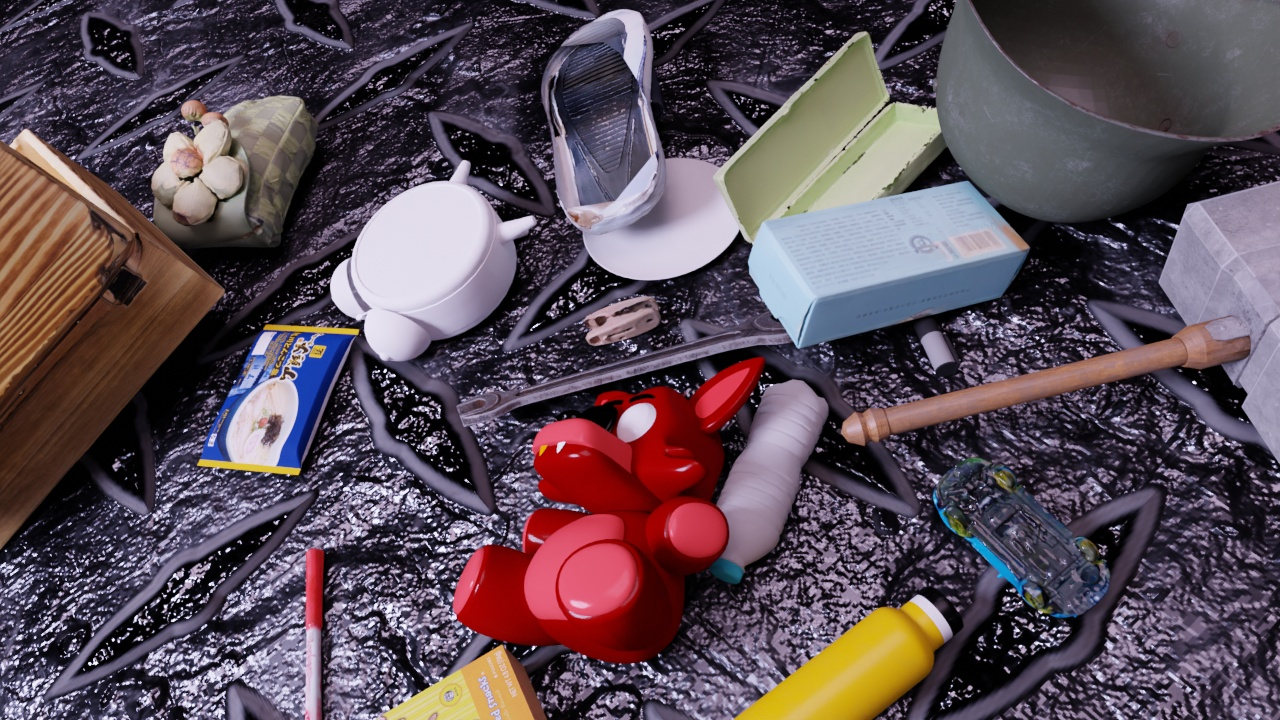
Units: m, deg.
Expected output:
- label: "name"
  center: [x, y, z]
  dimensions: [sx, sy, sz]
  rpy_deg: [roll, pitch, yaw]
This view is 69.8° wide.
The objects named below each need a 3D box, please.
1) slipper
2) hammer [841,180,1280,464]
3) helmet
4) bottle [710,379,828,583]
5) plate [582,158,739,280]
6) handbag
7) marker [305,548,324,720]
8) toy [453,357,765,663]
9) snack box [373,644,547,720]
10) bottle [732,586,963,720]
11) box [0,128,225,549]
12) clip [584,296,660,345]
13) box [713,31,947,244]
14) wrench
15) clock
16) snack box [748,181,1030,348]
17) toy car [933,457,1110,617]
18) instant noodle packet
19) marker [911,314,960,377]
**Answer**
- label: "slipper"
  center: [-0.026, -0.204, 0.797]
  dimensions: [0.111, 0.063, 0.263]
  rpy_deg: [-20, 50, 14]
- label: "hammer"
  center: [0.278, 0.006, 0.552]
  dimensions: [0.318, 0.083, 0.162]
  rpy_deg: [-14, 53, 5]
- label: "helmet"
  center: [0.300, -0.197, 0.642]
  dimensions: [0.227, 0.154, 0.267]
  rpy_deg: [10, 58, -1]
- label: "bottle"
  center: [0.078, 0.076, 0.581]
  dimensions: [0.044, 0.044, 0.136]
  rpy_deg: [15, 60, 24]
- label: "plate"
  center: [0.019, -0.115, 0.755]
  dimensions: [0.135, 0.011, 0.134]
  rpy_deg: [-7, 54, 10]
- label: "handbag"
  center: [-0.379, -0.185, 0.847]
  dimensions: [0.113, 0.117, 0.186]
  rpy_deg: [-1, 57, 15]
- label: "marker"
  center: [-0.214, 0.189, 0.601]
  dimensions: [0.013, 0.013, 0.142]
  rpy_deg: [-17, 53, 3]
- label: "toy"
  center: [-0.014, 0.083, 0.557]
  dimensions: [0.159, 0.120, 0.196]
  rpy_deg: [-17, 40, 46]
- label: "snack box"
  center: [-0.111, 0.237, 0.520]
  dimensions: [0.125, 0.040, 0.088]
  rpy_deg: [-29, 53, -6]
- label: "bottle"
  center: [0.112, 0.177, 0.500]
  dimensions: [0.143, 0.043, 0.043]
  rpy_deg: [-34, 54, -10]
- label: "box"
  center: [-0.530, -0.055, 0.636]
  dimensions: [0.287, 0.336, 0.279]
  rpy_deg: [34, 80, 29]
- label: "clip"
  center: [-0.014, -0.028, 0.694]
  dimensions: [0.061, 0.026, 0.049]
  rpy_deg: [14, 61, 25]
- label: "box"
  center: [0.156, -0.156, 0.699]
  dimensions: [0.187, 0.098, 0.082]
  rpy_deg: [-48, 41, -16]
- label: "wrench"
  center: [-0.004, 0.004, 0.656]
  dimensions: [0.273, 0.010, 0.070]
  rpy_deg: [-15, 16, 6]
- label: "clock"
  center: [-0.166, -0.075, 0.749]
  dimensions: [0.160, 0.073, 0.125]
  rpy_deg: [-43, 55, -7]
- label: "snack box"
  center: [0.168, -0.068, 0.624]
  dimensions: [0.174, 0.053, 0.075]
  rpy_deg: [-13, 54, -19]
- label: "toy car"
  center: [0.217, 0.103, 0.531]
  dimensions: [0.048, 0.032, 0.105]
  rpy_deg: [-37, 60, -13]
- label: "instant noodle packet"
  center: [-0.285, 0.028, 0.726]
  dimensions: [0.087, 0.026, 0.134]
  rpy_deg: [3, 56, 13]
- label: "marker"
  center: [0.193, -0.048, 0.656]
  dimensions: [0.016, 0.016, 0.140]
  rpy_deg: [-16, 53, 4]
